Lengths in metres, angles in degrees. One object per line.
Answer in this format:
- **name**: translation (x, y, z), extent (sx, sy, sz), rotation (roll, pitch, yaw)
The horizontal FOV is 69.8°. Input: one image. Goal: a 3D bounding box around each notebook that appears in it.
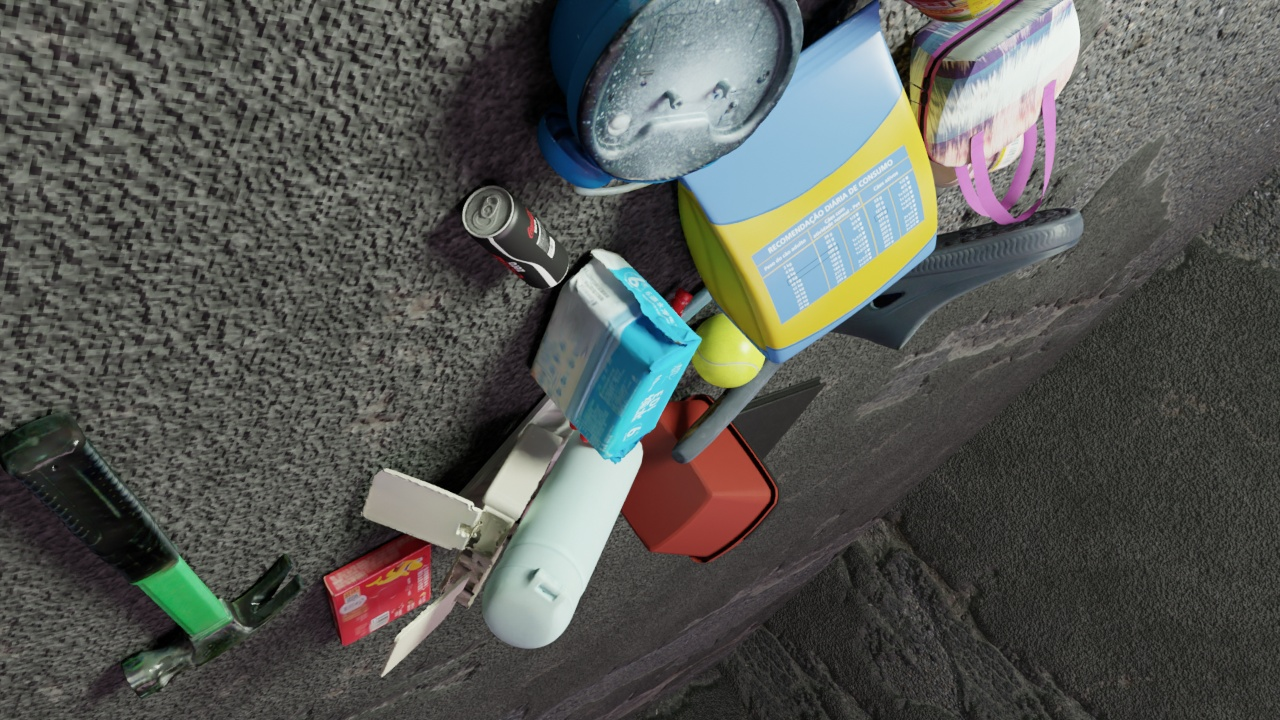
- **notebook**: translation (-0.082, 0.081, 0.810), extent (0.210, 0.009, 0.142), rotation (-47, 156, 22)
- **notebook**: translation (0.115, 0.102, 1.132), extent (0.230, 0.019, 0.170), rotation (-15, 147, -44)

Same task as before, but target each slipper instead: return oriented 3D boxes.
- **slipper**: translation (0.237, -0.060, 0.780), extent (0.269, 0.083, 0.110), rotation (-13, -169, 35)

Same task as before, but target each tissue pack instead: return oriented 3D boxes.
- **tissue pack**: translation (-0.020, -0.001, 0.639), extent (0.061, 0.093, 0.145), rotation (-29, 158, -38)

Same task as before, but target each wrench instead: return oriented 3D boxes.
- **wrench**: translation (0.117, 0.003, 0.849), extent (0.272, 0.022, 0.074), rotation (-43, -170, -31)

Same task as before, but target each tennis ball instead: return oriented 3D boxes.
- **tennis ball**: translation (0.076, -0.009, 0.797), extent (0.065, 0.065, 0.065), rotation (-31, 157, -15)

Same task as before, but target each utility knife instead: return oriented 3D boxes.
- **utility knife**: translation (0.045, -0.044, 0.747), extent (0.158, 0.015, 0.022), rotation (-41, 158, 13)

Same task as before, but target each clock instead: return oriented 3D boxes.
- **clock**: translation (0.008, -0.135, 0.448), extent (0.116, 0.060, 0.162), rotation (-15, 151, -29)

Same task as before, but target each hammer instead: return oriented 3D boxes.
- **hammer**: translation (-0.291, 0.121, 0.549), extent (0.130, 0.032, 0.320), rotation (-27, 155, -22)

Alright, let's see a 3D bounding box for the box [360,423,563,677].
- **box**: translation (-0.148, 0.127, 0.702), extent (0.186, 0.101, 0.145), rotation (-38, 163, -51)

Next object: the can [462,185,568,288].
- **can**: translation (-0.068, -0.067, 0.514), extent (0.031, 0.031, 0.080), rotation (-39, 158, 4)

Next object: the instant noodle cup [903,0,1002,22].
- **instant noodle cup**: translation (0.163, -0.226, 0.486), extent (0.100, 0.100, 0.112), rotation (-46, 165, 19)

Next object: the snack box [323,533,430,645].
- **snack box**: translation (-0.228, 0.201, 0.806), extent (0.089, 0.021, 0.133), rotation (-26, 155, -27)

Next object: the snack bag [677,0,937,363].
- **snack bag**: translation (0.107, -0.115, 0.613), extent (0.159, 0.102, 0.205), rotation (-36, 145, -4)

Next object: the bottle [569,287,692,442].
- **bottle**: translation (-0.004, 0.004, 0.721), extent (0.142, 0.042, 0.042), rotation (-55, 155, 9)

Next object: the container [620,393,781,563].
- **container**: translation (0.057, 0.118, 0.905), extent (0.127, 0.148, 0.200), rotation (-45, 153, 19)

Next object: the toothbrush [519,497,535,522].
- **toothbrush**: translation (-0.042, 0.080, 0.817), extent (0.223, 0.026, 0.027), rotation (-50, 169, 29)

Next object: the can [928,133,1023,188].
- **can**: translation (0.264, -0.180, 0.746), extent (0.076, 0.067, 0.067), rotation (-22, 153, -34)

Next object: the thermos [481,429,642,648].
- **thermos**: translation (-0.057, 0.127, 0.708), extent (0.078, 0.065, 0.206), rotation (-43, -169, 34)

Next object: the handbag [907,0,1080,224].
- **handbag**: translation (0.261, -0.173, 0.666), extent (0.144, 0.068, 0.170), rotation (-35, 131, -7)
